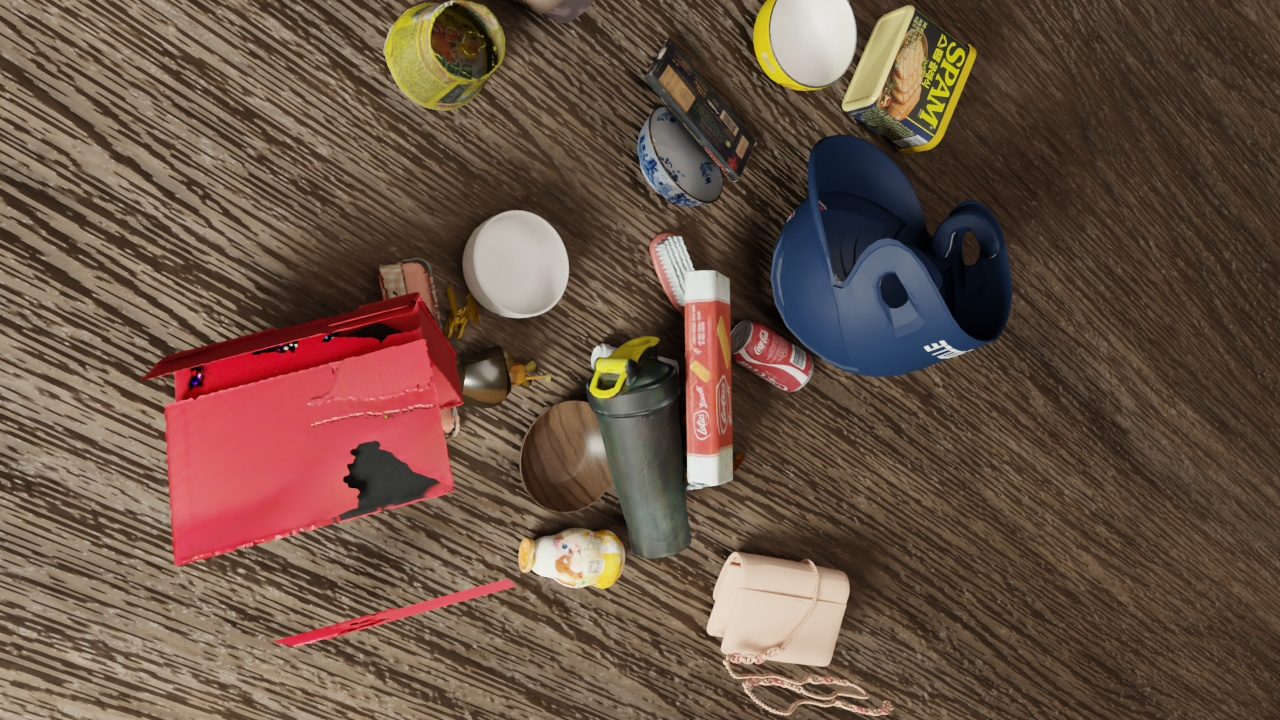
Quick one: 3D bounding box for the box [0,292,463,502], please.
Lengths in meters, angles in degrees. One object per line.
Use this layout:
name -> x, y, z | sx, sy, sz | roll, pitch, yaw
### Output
box -> -0.263, 0.019, 0.654 | 0.211, 0.410, 0.107 | -14, 91, -3

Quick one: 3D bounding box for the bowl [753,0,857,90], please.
bowl -> 0.173, -0.356, 1.016 | 0.117, 0.068, 0.117 | -3, 98, -25

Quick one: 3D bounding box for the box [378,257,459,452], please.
box -> -0.213, -0.005, 0.888 | 0.078, 0.054, 0.187 | -26, 112, -54

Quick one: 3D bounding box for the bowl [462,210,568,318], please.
bowl -> -0.128, -0.093, 0.910 | 0.104, 0.054, 0.105 | 3, 84, -34

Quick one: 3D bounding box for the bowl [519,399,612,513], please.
bowl -> -0.080, 0.099, 0.970 | 0.119, 0.032, 0.119 | -4, 98, -33

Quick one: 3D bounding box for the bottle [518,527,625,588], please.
bottle -> -0.073, 0.209, 0.975 | 0.109, 0.063, 0.063 | 10, 92, -26

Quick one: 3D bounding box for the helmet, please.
helmet -> 0.247, -0.113, 1.002 | 0.231, 0.224, 0.272 | -25, 98, -45

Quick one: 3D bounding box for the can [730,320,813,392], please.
can -> 0.149, -0.005, 1.058 | 0.096, 0.054, 0.054 | 29, 84, -25

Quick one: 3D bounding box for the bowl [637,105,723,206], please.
bowl -> 0.034, -0.207, 0.970 | 0.114, 0.045, 0.114 | 27, 50, -38

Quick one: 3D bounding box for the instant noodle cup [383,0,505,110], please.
instant noodle cup -> -0.173, -0.284, 0.839 | 0.102, 0.108, 0.102 | -5, 101, -26

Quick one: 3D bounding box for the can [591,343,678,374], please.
can -> -0.006, 0.006, 0.997 | 0.095, 0.032, 0.032 | 13, 91, -26

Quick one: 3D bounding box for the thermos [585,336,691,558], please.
thermos -> 0.003, 0.093, 0.950 | 0.098, 0.098, 0.221 | -17, 110, -23

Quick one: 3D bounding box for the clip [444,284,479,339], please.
clip -> -0.182, -0.045, 0.905 | 0.049, 0.054, 0.045 | -34, 133, 7

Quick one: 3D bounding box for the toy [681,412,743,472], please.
toy -> 0.085, 0.089, 1.052 | 0.102, 0.071, 0.090 | 0, 83, -48

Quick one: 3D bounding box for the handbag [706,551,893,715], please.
handbag -> 0.195, 0.306, 1.044 | 0.198, 0.187, 0.116 | 15, 97, -22

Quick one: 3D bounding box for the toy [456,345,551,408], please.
toy -> -0.139, 0.015, 0.925 | 0.100, 0.062, 0.076 | -4, 135, -32

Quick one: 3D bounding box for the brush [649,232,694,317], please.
brush -> 0.057, -0.061, 1.021 | 0.041, 0.030, 0.172 | -29, 108, -19

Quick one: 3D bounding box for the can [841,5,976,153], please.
can -> 0.315, -0.331, 1.084 | 0.104, 0.075, 0.135 | 25, 86, -23

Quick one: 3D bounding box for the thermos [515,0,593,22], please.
thermos -> -0.133, -0.418, 0.816 | 0.226, 0.173, 0.172 | 23, 86, -32

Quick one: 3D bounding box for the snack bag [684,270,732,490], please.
snack bag -> 0.072, 0.020, 0.964 | 0.041, 0.077, 0.225 | -3, 87, 19

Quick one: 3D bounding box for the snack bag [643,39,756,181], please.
snack bag -> 0.067, -0.269, 0.988 | 0.155, 0.018, 0.074 | 44, 47, -22
